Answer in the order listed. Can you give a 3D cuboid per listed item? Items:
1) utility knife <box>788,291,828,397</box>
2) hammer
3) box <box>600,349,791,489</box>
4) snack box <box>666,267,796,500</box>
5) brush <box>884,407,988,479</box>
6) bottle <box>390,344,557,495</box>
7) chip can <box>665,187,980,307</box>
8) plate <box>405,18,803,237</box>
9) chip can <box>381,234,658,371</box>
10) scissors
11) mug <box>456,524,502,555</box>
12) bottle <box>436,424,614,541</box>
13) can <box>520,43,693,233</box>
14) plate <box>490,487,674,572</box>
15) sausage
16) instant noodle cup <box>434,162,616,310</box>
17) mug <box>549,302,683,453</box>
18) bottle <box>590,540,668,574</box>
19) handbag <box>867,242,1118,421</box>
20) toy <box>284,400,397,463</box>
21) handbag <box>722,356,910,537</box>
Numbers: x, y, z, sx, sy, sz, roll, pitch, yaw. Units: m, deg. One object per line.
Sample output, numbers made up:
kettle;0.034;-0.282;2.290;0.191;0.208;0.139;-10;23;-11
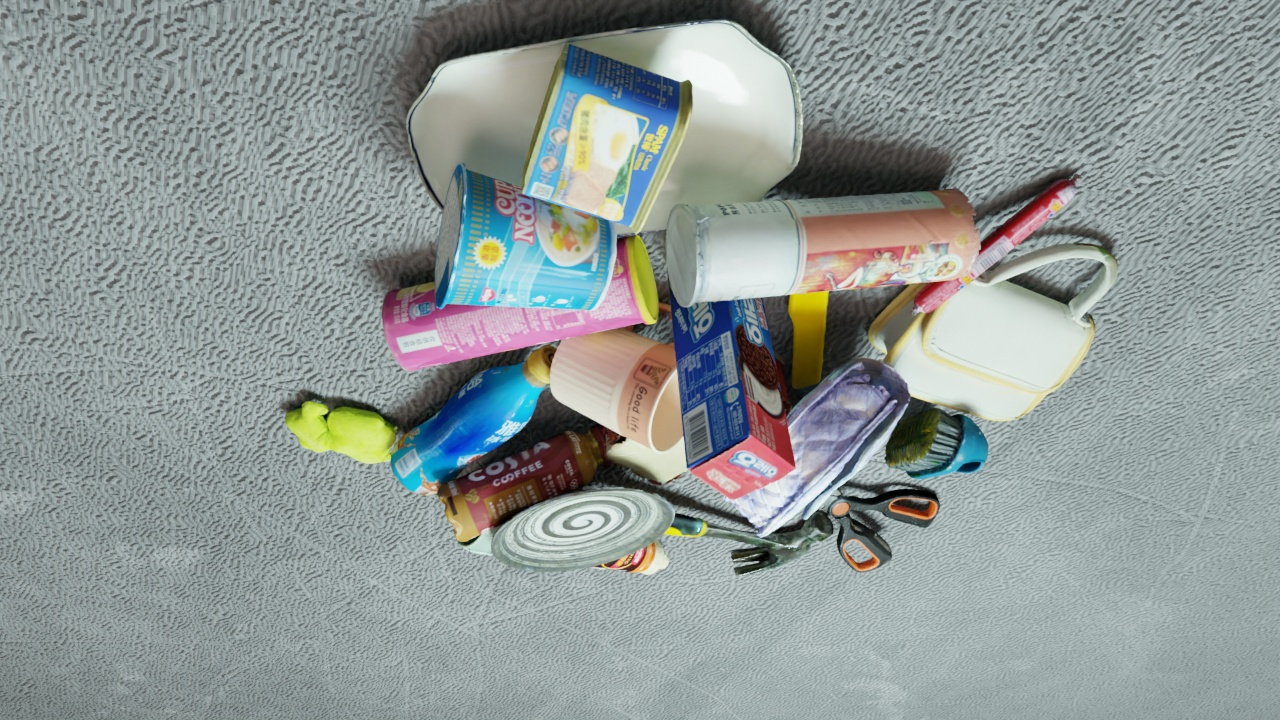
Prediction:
utility knife;0.144;-0.022;0.799;0.033;0.015;0.168;1;140;7
hammer;0.047;0.181;0.988;0.323;0.031;0.126;15;138;-28
box;0.047;0.049;0.832;0.091;0.076;0.169;33;128;-33
snack box;0.062;-0.003;0.677;0.057;0.207;0.058;-33;131;28
brush;0.277;0.082;0.847;0.073;0.055;0.144;18;168;0
bottle;-0.148;0.052;0.844;0.065;0.065;0.219;31;129;-31
chip can;0.130;-0.083;0.655;0.214;0.071;0.071;-6;140;-14
plate;-0.024;-0.157;0.632;0.266;0.034;0.162;-7;138;8
chip can;-0.096;-0.045;0.731;0.211;0.071;0.071;-11;137;12
scissors;0.229;0.151;0.977;0.198;0.021;0.227;-22;128;2
mug;-0.135;0.174;0.962;0.106;0.082;0.112;24;129;-33
bottle;-0.103;0.112;0.877;0.174;0.057;0.057;-24;140;-13
can;-0.024;-0.140;0.582;0.083;0.057;0.102;15;136;-13
plate;-0.057;0.158;0.883;0.179;0.024;0.180;-10;147;-7
sausage;0.268;-0.086;0.696;0.156;0.020;0.020;-41;127;15
instant noodle cup;-0.079;-0.076;0.632;0.109;0.099;0.099;7;139;-21
mug;-0.005;0.004;0.763;0.106;0.114;0.081;23;176;28
bottle;-0.024;0.208;1.027;0.149;0.066;0.067;28;132;-37
handbag;0.302;-0.031;0.761;0.163;0.063;0.179;17;132;-21
toy;-0.286;0.070;0.887;0.100;0.031;0.097;-7;136;9
handbag;0.151;0.084;0.808;0.075;0.134;0.194;45;161;12
